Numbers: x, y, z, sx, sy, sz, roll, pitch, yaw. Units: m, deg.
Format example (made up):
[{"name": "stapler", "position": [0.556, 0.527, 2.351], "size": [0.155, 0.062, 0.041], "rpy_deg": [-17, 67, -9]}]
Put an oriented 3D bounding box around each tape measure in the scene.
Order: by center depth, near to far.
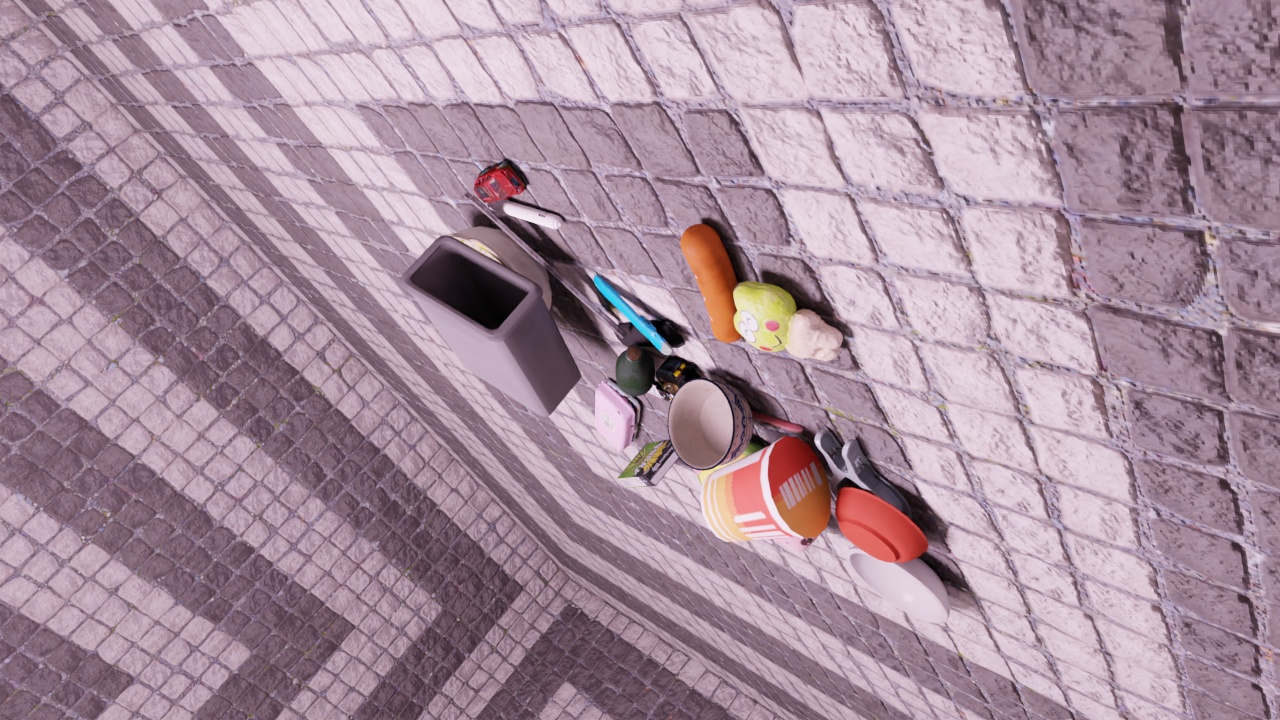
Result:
[{"name": "tape measure", "position": [0.050, 0.027, 1.215], "size": [0.063, 0.038, 0.067], "rpy_deg": [23, 155, 43]}]

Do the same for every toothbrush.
[{"name": "toothbrush", "position": [0.138, 0.068, 1.179], "size": [0.185, 0.015, 0.016], "rpy_deg": [15, 145, 50]}]

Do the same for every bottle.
[{"name": "bottle", "position": [-0.007, 0.007, 1.209], "size": [0.055, 0.055, 0.174], "rpy_deg": [38, 171, 7]}]

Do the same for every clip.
[{"name": "clip", "position": [0.280, 0.151, 1.075], "size": [0.143, 0.029, 0.172], "rpy_deg": [21, 155, 41]}]

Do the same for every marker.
[{"name": "marker", "position": [-0.143, -0.185, 1.146], "size": [0.134, 0.020, 0.017], "rpy_deg": [22, 140, 38]}]

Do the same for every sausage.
[{"name": "sausage", "position": [0.079, -0.074, 0.939], "size": [0.044, 0.039, 0.164], "rpy_deg": [34, 160, 37]}]

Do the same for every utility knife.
[{"name": "utility knife", "position": [-0.012, -0.059, 1.147], "size": [0.158, 0.015, 0.031], "rpy_deg": [45, 157, 21]}]

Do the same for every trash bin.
[{"name": "trash bin", "position": [-0.198, -0.043, 1.264], "size": [0.192, 0.097, 0.220], "rpy_deg": [30, 160, 27]}]

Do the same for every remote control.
[{"name": "remote control", "position": [0.008, -0.031, 1.196], "size": [0.041, 0.020, 0.152], "rpy_deg": [49, 161, -19]}, {"name": "remote control", "position": [0.038, 0.048, 1.323], "size": [0.124, 0.011, 0.028], "rpy_deg": [23, 154, 41]}]

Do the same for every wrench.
[{"name": "wrench", "position": [-0.122, -0.123, 1.186], "size": [0.273, 0.010, 0.070], "rpy_deg": [42, 180, -13]}]

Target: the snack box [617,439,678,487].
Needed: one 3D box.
[{"name": "snack box", "position": [0.016, 0.173, 1.535], "size": [0.025, 0.080, 0.148], "rpy_deg": [43, 161, -8]}]

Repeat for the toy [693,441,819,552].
[{"name": "toy", "position": [0.158, 0.178, 1.270], "size": [0.238, 0.087, 0.191], "rpy_deg": [38, 139, -9]}]

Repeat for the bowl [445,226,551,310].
[{"name": "bowl", "position": [-0.190, -0.127, 1.299], "size": [0.188, 0.060, 0.220], "rpy_deg": [38, 162, 6]}]

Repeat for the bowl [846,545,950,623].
[{"name": "bowl", "position": [0.347, 0.283, 1.210], "size": [0.149, 0.043, 0.150], "rpy_deg": [36, 160, 15]}]

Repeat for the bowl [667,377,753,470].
[{"name": "bowl", "position": [0.095, 0.080, 1.160], "size": [0.059, 0.115, 0.116], "rpy_deg": [0, -167, -42]}]

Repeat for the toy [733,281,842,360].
[{"name": "toy", "position": [0.143, -0.034, 0.901], "size": [0.115, 0.046, 0.092], "rpy_deg": [26, 154, 17]}]

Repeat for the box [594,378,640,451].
[{"name": "box", "position": [-0.041, 0.090, 1.535], "size": [0.086, 0.044, 0.202], "rpy_deg": [42, 162, 13]}]

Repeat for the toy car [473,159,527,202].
[{"name": "toy car", "position": [-0.173, -0.215, 1.115], "size": [0.042, 0.036, 0.091], "rpy_deg": [50, 153, -23]}]

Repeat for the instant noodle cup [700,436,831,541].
[{"name": "instant noodle cup", "position": [0.151, 0.170, 1.146], "size": [0.121, 0.123, 0.123], "rpy_deg": [-23, 117, 41]}]

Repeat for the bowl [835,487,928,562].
[{"name": "bowl", "position": [0.279, 0.203, 1.095], "size": [0.122, 0.035, 0.122], "rpy_deg": [35, 161, 14]}]
